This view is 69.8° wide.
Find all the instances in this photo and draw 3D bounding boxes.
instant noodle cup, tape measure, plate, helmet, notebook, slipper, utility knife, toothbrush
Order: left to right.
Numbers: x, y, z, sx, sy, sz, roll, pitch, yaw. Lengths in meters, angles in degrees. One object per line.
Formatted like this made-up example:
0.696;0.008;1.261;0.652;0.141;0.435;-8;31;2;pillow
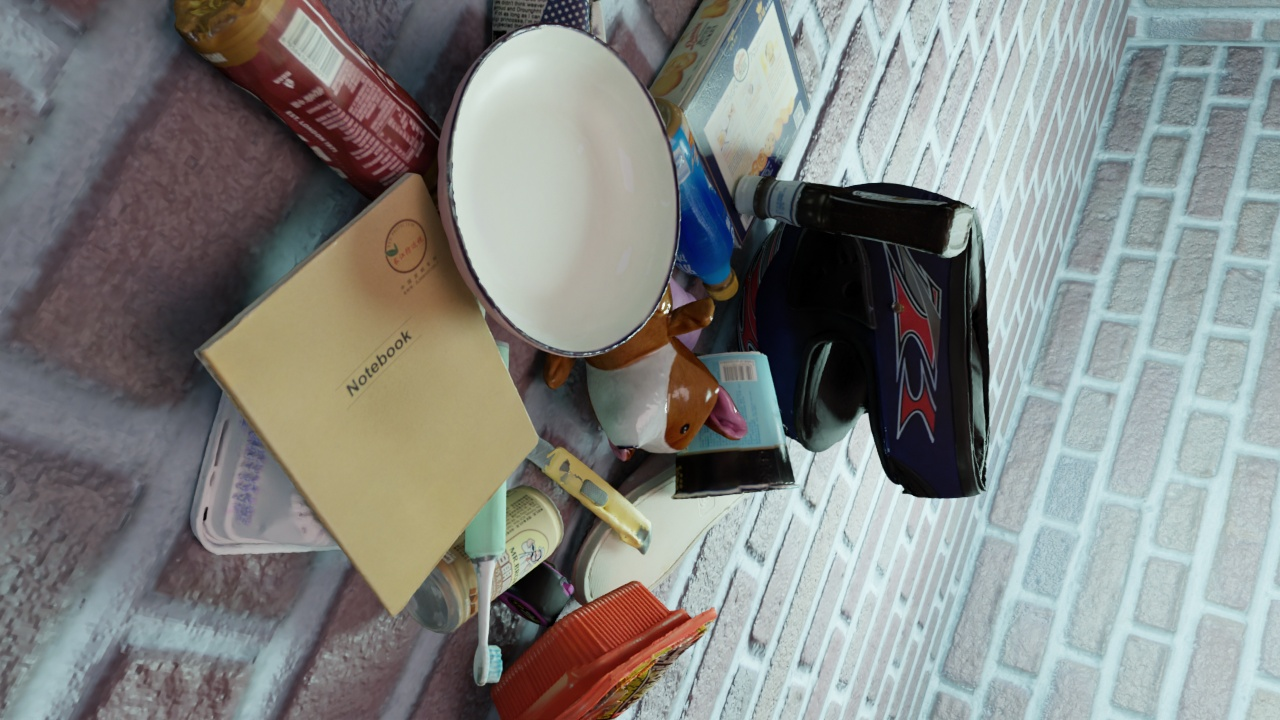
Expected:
-0.157;0.051;0.535;0.173;0.060;0.138;15;89;-57;instant noodle cup
-0.130;0.025;0.501;0.147;0.008;0.208;-52;141;-34;notebook
-0.100;0.094;0.600;0.027;0.027;0.224;13;69;-41;toothbrush
-0.082;0.175;0.706;0.039;0.057;0.058;-55;165;-28;tape measure
-0.049;-0.098;0.547;0.192;0.039;0.192;-1;91;-50;plate
-0.046;0.104;0.742;0.198;0.021;0.030;43;67;-33;utility knife
-0.041;0.250;0.736;0.165;0.079;0.188;-48;161;27;instant noodle cup
0.030;0.133;0.867;0.273;0.054;0.114;-35;126;-35;slipper
0.076;0.056;0.797;0.111;0.111;0.120;9;73;-59;instant noodle cup
0.216;-0.019;0.914;0.247;0.241;0.314;40;52;-56;helmet

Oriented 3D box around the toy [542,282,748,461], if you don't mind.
-0.004;0.004;0.693;0.200;0.140;0.130;64;31;-41;toy

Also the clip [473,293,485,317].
-0.099;-0.061;0.575;0.034;0.082;0.104;1;90;-58;clip

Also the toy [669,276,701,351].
0.025;-0.036;0.809;0.108;0.039;0.083;37;70;-59;toy

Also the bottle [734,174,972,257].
0.172;-0.125;0.773;0.079;0.195;0.044;-14;116;-56;bottle

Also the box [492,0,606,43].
-0.063;-0.169;0.602;0.087;0.076;0.163;-12;116;-35;box

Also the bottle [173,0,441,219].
-0.151;-0.129;0.472;0.175;0.057;0.057;46;63;-55;bottle

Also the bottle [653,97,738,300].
0.039;-0.123;0.772;0.065;0.065;0.219;-64;147;-20;bottle

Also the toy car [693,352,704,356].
0.035;0.029;0.855;0.091;0.036;0.043;-47;137;-36;toy car

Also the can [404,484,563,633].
-0.110;0.137;0.643;0.116;0.059;0.058;-31;127;-49;can

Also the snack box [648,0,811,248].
0.084;-0.225;0.821;0.177;0.046;0.182;-62;147;-20;snack box
